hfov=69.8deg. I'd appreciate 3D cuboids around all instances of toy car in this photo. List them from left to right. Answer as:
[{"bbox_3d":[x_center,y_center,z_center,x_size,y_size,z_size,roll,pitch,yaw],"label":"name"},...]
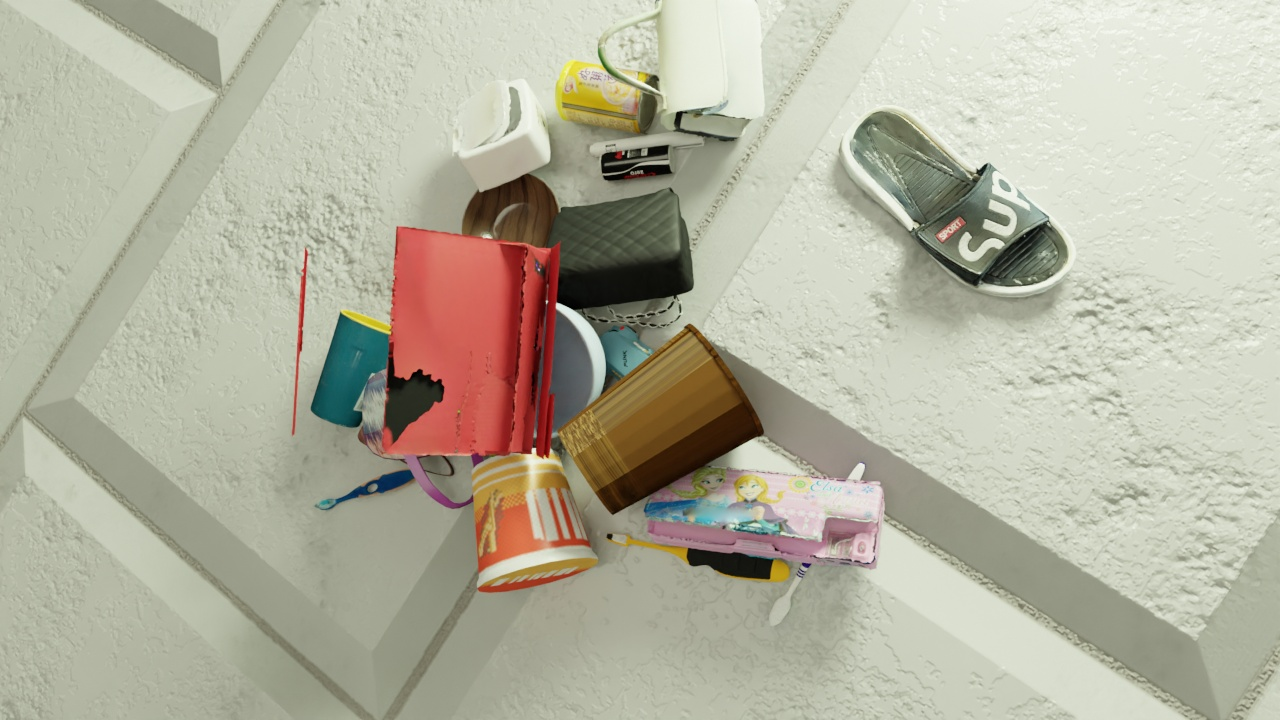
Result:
[{"bbox_3d":[-0.006,0.006,0.991,0.108,0.027,0.060,39,92,18],"label":"toy car"}]

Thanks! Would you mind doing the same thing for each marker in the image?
[{"bbox_3d":[0.007,-0.244,1.035,0.134,0.017,0.020,-4,116,15],"label":"marker"}]

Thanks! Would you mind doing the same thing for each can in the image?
[{"bbox_3d":[-0.037,-0.295,1.028,0.105,0.067,0.067,15,85,17],"label":"can"},{"bbox_3d":[-0.003,-0.220,1.025,0.080,0.031,0.031,-4,80,15],"label":"can"}]

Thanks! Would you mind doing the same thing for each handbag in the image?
[{"bbox_3d":[-0.263,0.099,1.050,0.119,0.029,0.055,31,85,13],"label":"handbag"},{"bbox_3d":[-0.227,0.082,1.018,0.144,0.068,0.170,-25,81,-10],"label":"handbag"},{"bbox_3d":[-0.016,-0.112,0.996,0.154,0.115,0.124,-9,53,17],"label":"handbag"},{"bbox_3d":[0.042,-0.321,0.967,0.176,0.074,0.151,2,79,-16],"label":"handbag"}]

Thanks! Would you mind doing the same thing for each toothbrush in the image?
[{"bbox_3d":[-0.316,0.149,1.059,0.135,0.017,0.021,-19,79,12],"label":"toothbrush"},{"bbox_3d":[0.056,0.200,0.944,0.197,0.031,0.031,7,71,21],"label":"toothbrush"},{"bbox_3d":[0.177,0.184,0.919,0.015,0.016,0.186,29,87,18],"label":"toothbrush"}]

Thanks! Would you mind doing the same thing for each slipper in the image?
[{"bbox_3d":[0.309,-0.162,0.916,0.111,0.063,0.264,-44,70,5],"label":"slipper"}]

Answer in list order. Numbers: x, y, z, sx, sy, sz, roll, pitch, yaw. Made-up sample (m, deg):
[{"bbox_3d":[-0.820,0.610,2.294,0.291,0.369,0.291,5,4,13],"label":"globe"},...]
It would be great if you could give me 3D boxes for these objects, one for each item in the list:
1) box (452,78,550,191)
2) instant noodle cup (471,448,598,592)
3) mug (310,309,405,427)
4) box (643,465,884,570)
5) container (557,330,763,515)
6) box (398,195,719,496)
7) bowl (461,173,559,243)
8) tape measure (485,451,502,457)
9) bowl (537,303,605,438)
[{"bbox_3d":[-0.168,-0.269,1.027,0.102,0.102,0.107,-19,49,11],"label":"box"},{"bbox_3d":[-0.119,0.164,0.955,0.123,0.123,0.121,-19,69,11],"label":"instant noodle cup"},{"bbox_3d":[-0.330,0.012,1.058,0.078,0.078,0.121,23,93,17],"label":"mug"},{"bbox_3d":[0.118,0.146,0.900,0.231,0.063,0.084,4,65,21],"label":"box"},{"bbox_3d":[0.015,0.064,0.907,0.167,0.132,0.132,-34,74,-3],"label":"container"},{"bbox_3d":[-0.077,-0.011,0.810,0.426,0.127,0.212,3,88,50],"label":"box"},{"bbox_3d":[-0.144,-0.153,1.052,0.119,0.032,0.119,-3,80,15],"label":"bowl"},{"bbox_3d":[-0.152,0.089,1.000,0.036,0.065,0.058,-44,66,12],"label":"tape measure"},{"bbox_3d":[-0.096,0.003,0.982,0.151,0.074,0.151,7,105,27],"label":"bowl"}]
